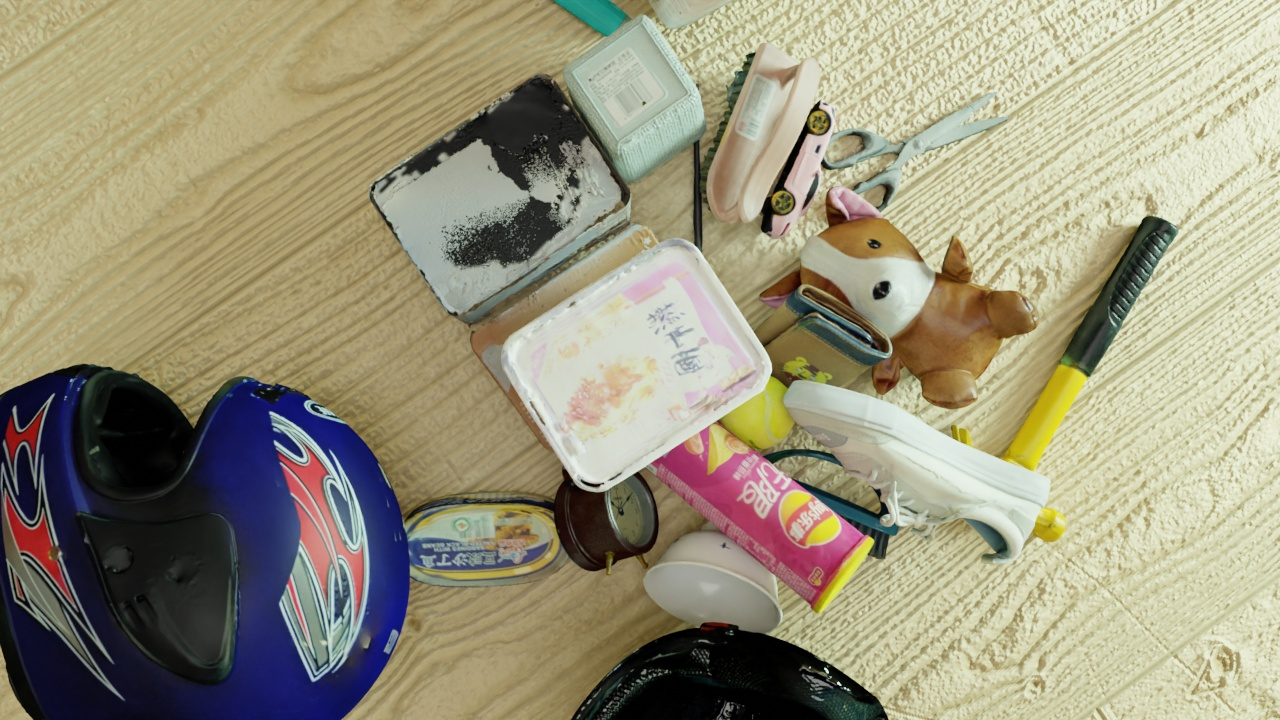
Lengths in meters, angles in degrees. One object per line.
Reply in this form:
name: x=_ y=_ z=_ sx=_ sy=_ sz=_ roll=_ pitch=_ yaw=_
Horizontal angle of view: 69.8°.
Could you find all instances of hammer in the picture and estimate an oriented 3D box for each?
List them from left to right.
hammer: x=0.386 y=0.007 z=0.817 sx=0.129 sy=0.033 sz=0.300 roll=31 pitch=90 yaw=-6

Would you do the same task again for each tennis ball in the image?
tennis ball: x=0.098 y=0.043 z=0.780 sx=0.065 sy=0.065 sz=0.065 roll=0 pitch=93 yaw=-4

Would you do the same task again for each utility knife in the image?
utility knife: x=-0.068 y=-0.317 z=0.776 sx=0.151 sy=0.013 sz=0.029 roll=35 pitch=87 yaw=-3

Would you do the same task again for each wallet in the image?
wallet: x=0.139 y=-0.010 z=0.757 sx=0.090 sy=0.115 sz=0.033 roll=33 pitch=62 yaw=-6

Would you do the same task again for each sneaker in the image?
sneaker: x=0.216 y=0.095 z=0.751 sx=0.242 sy=0.089 sz=0.090 roll=25 pitch=83 yaw=-10

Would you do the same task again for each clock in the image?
clock: x=-0.030 y=0.117 z=0.763 sx=0.055 sy=0.082 sz=0.122 roll=-21 pitch=73 yaw=30

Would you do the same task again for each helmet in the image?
helmet: x=-0.300 y=0.131 z=0.670 sx=0.240 sy=0.247 sz=0.315 roll=-20 pitch=84 yaw=-7
helmet: x=0.061 y=0.326 z=0.711 sx=0.274 sy=0.230 sz=0.233 roll=21 pitch=76 yaw=-6

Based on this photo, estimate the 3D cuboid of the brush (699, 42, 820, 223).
brush: x=0.097 y=-0.182 z=0.759 sx=0.063 sy=0.073 sz=0.145 roll=22 pitch=92 yaw=-33

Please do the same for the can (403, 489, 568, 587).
can: x=-0.131 y=0.151 z=0.776 sx=0.148 sy=0.049 sz=0.074 roll=-1 pitch=93 yaw=-5

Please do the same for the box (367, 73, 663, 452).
box: x=-0.072 y=-0.071 z=0.753 sx=0.178 sy=0.105 sz=0.260 roll=-34 pitch=89 yaw=-3

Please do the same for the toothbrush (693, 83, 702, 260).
toothbrush: x=0.046 y=-0.146 z=0.791 sx=0.018 sy=0.015 sz=0.181 roll=-3 pitch=92 yaw=2

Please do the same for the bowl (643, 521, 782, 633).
bowl: x=0.068 y=0.176 z=0.777 sx=0.118 sy=0.119 sz=0.064 roll=26 pitch=53 yaw=-5

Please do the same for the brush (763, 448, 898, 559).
brush: x=0.158 y=0.117 z=0.793 sx=0.144 sy=0.055 sz=0.073 roll=21 pitch=92 yaw=-5

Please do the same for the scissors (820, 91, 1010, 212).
scissors: x=0.236 y=-0.192 z=0.804 sx=0.156 sy=0.014 sz=0.168 roll=25 pitch=91 yaw=-6

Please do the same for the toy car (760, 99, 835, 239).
toy car: x=0.136 y=-0.160 z=0.776 sx=0.037 sy=0.056 sz=0.122 roll=23 pitch=94 yaw=-6

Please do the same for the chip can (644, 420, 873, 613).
chip can: x=0.080 y=0.105 z=0.735 sx=0.210 sy=0.071 sz=0.071 roll=38 pitch=89 yaw=21

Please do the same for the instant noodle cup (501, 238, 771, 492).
instant noodle cup: x=-0.004 y=0.004 z=0.706 sx=0.173 sy=0.060 sz=0.138 roll=-32 pitch=85 yaw=-6

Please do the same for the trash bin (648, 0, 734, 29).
trash bin: x=0.047 y=-0.373 z=0.694 sx=0.227 sy=0.227 sz=0.192 roll=-28 pitch=107 yaw=-3

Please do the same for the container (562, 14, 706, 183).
container: x=-0.004 y=-0.207 z=0.728 sx=0.090 sy=0.111 sz=0.090 roll=-34 pitch=89 yaw=4

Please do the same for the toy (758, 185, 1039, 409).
toy: x=0.212 y=-0.048 z=0.762 sx=0.199 sy=0.130 sz=0.140 roll=35 pitch=100 yaw=4
